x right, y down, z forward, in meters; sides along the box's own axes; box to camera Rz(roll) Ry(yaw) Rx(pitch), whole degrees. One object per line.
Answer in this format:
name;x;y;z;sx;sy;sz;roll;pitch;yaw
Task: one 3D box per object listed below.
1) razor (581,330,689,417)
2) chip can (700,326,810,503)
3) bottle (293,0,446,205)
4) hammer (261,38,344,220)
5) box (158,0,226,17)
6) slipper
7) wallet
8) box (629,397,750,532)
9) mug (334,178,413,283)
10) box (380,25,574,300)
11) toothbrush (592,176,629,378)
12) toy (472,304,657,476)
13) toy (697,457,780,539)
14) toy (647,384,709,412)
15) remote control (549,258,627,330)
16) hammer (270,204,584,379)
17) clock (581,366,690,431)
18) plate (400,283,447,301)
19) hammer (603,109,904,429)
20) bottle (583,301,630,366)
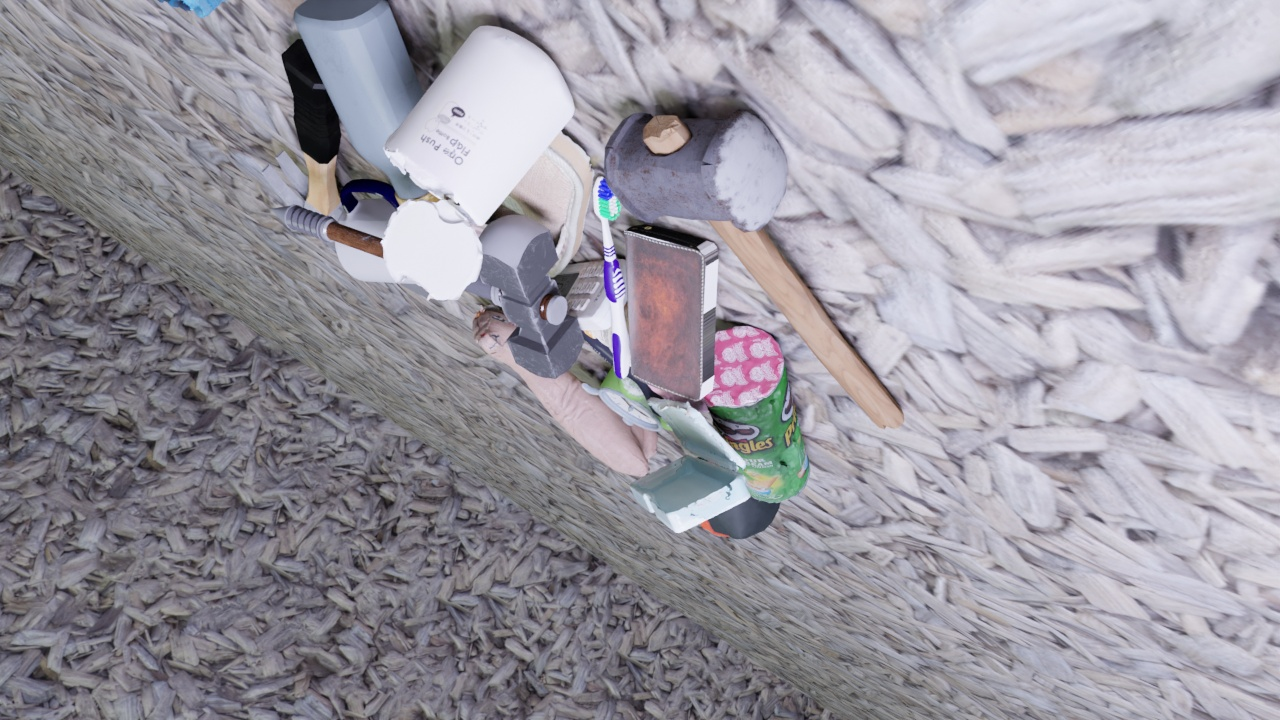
razor;-0.005;0.005;0.889;0.143;0.052;0.047;37;172;0
chip can;0.102;0.056;0.798;0.075;0.075;0.223;23;161;27
bottle;-0.178;-0.171;0.641;0.072;0.046;0.161;21;144;32
hammer;-0.297;-0.190;0.851;0.131;0.039;0.329;38;159;-5
box;-0.439;-0.338;0.677;0.232;0.066;0.173;24;-178;22
slipper;-0.101;-0.114;0.719;0.115;0.052;0.263;33;162;-6
wallet;0.021;-0.034;0.673;0.072;0.019;0.123;21;127;33
box;0.031;0.073;0.771;0.199;0.085;0.096;177;71;-80
mug;-0.226;-0.121;0.841;0.097;0.078;0.112;5;145;30
box;-0.110;-0.115;0.569;0.084;0.159;0.119;38;174;2
toothbrush;-0.019;-0.055;0.693;0.016;0.015;0.187;24;139;30
toy;-0.084;0.032;1.067;0.264;0.065;0.196;42;-171;0
toy;0.092;0.141;0.997;0.119;0.099;0.097;11;155;47
toy;0.035;0.014;0.827;0.102;0.050;0.093;33;-178;8
remote control;-0.053;-0.054;0.782;0.025;0.060;0.139;37;162;-28
hammer;-0.198;-0.087;0.763;0.323;0.043;0.156;20;147;26
clock;0.002;0.037;0.967;0.094;0.042;0.119;40;162;-27
plate;-0.296;-0.129;1.075;0.178;0.012;0.179;29;162;10
hammer;0.099;-0.041;0.597;0.098;0.052;0.328;14;158;45
bottle;-0.002;-0.026;0.775;0.109;0.063;0.063;18;158;41
